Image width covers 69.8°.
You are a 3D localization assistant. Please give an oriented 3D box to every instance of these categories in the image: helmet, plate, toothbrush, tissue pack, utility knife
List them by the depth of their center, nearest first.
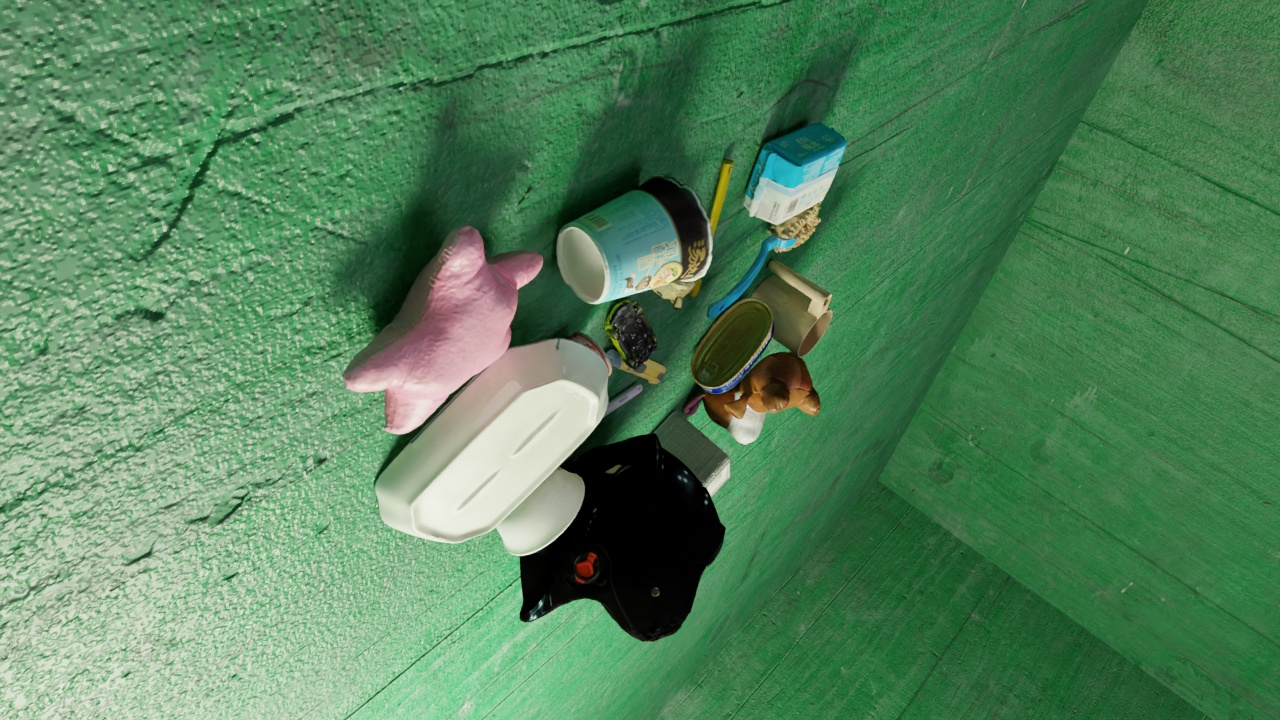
[{"bbox_3d":[-0.135,0.090,0.884,0.266,0.034,0.162,-44,140,10],"label":"plate"},{"bbox_3d":[0.079,-0.153,1.083,0.015,0.016,0.191,-32,148,-39],"label":"toothbrush"},{"bbox_3d":[0.186,-0.230,1.115,0.139,0.063,0.090,-32,151,-39],"label":"tissue pack"},{"bbox_3d":[-0.034,0.221,1.137,0.274,0.230,0.233,-17,174,-5],"label":"helmet"},{"bbox_3d":[-0.059,0.072,1.140,0.021,0.029,0.188,-18,-168,47],"label":"toothbrush"},{"bbox_3d":[-0.007,0.007,1.156,0.031,0.021,0.207,-61,153,3],"label":"utility knife"}]

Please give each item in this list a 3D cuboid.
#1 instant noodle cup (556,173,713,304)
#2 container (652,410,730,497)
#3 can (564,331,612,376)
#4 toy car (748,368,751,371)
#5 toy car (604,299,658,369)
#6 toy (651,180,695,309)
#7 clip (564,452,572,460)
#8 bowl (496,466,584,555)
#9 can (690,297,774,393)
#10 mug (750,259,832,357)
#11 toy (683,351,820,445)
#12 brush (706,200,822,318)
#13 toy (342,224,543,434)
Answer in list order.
[{"bbox_3d":[-0.011,-0.107,0.870,0.120,0.111,0.111,-27,147,-33],"label":"instant noodle cup"},{"bbox_3d":[0.070,0.153,1.378,0.090,0.114,0.090,-46,157,-17],"label":"container"},{"bbox_3d":[-0.082,0.020,0.954,0.093,0.066,0.067,-42,155,-25],"label":"can"},{"bbox_3d":[0.154,0.033,1.461,0.091,0.042,0.035,91,2,-50],"label":"toy car"},{"bbox_3d":[-0.013,-0.032,1.059,0.048,0.032,0.105,-47,145,-13],"label":"toy car"},{"bbox_3d":[0.033,-0.124,0.989,0.157,0.066,0.105,86,3,-53],"label":"toy"},{"bbox_3d":[-0.108,0.120,1.112,0.057,0.033,0.025,-30,146,-37],"label":"clip"},{"bbox_3d":[-0.129,0.155,1.043,0.118,0.118,0.065,-48,119,-13],"label":"bowl"},{"bbox_3d":[0.132,-0.020,1.303,0.148,0.074,0.049,-52,161,-3],"label":"can"},{"bbox_3d":[0.220,-0.079,1.346,0.084,0.103,0.125,-39,154,-30],"label":"mug"},{"bbox_3d":[0.168,0.061,1.369,0.140,0.200,0.130,10,76,-43],"label":"toy"},{"bbox_3d":[0.165,-0.138,1.219,0.254,0.046,0.083,-47,161,-29],"label":"brush"},{"bbox_3d":[-0.156,-0.018,0.751,0.195,0.074,0.178,-52,161,7],"label":"toy"}]
